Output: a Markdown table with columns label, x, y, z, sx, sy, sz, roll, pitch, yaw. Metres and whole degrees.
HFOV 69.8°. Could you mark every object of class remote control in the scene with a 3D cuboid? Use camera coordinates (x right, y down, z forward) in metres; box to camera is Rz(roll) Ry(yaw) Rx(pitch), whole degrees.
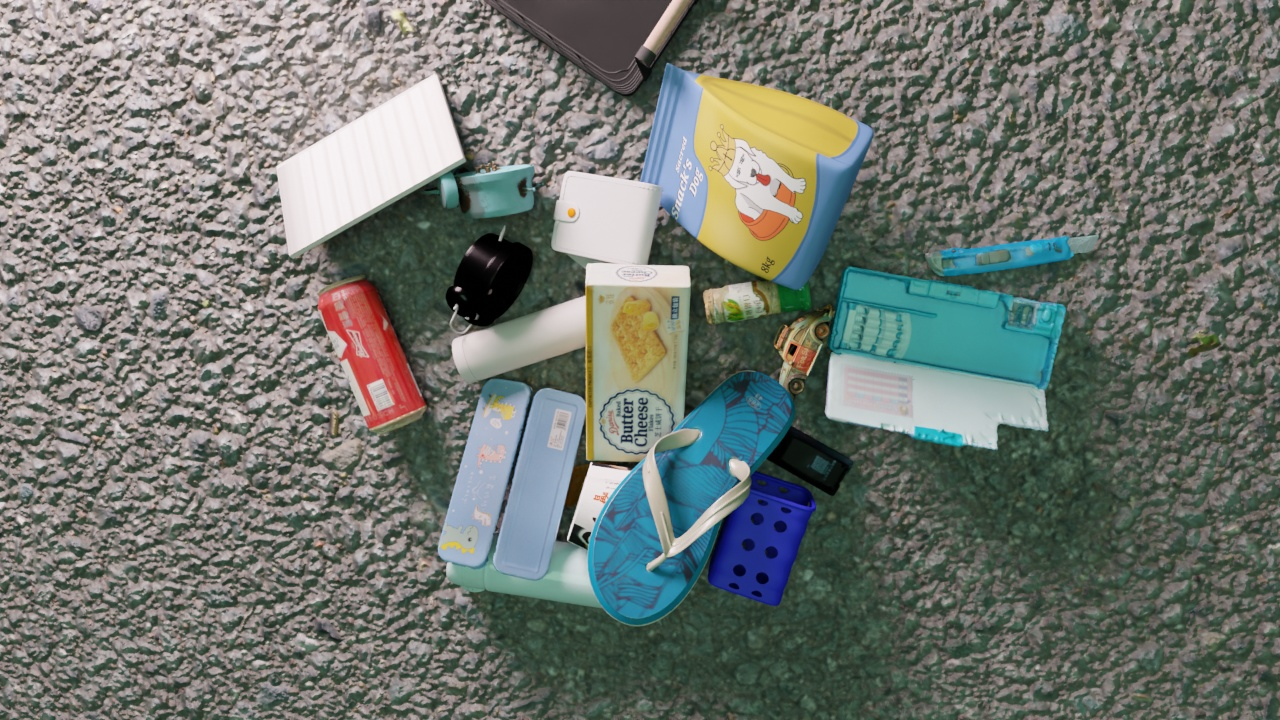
| label | x | y | z | sx | sy | sz | roll | pitch | yaw |
| --- | --- | --- | --- | --- | --- | --- | --- | --- | --- |
| remote control | 0.156 | 0.093 | 0.998 | 0.150 | 0.022 | 0.047 | 29 | 98 | 2 |

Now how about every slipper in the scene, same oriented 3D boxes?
| label | x | y | z | sx | sy | sz | roll | pitch | yaw |
| --- | --- | --- | --- | --- | --- | --- | --- | --- | --- |
| slipper | 0.049 | 0.118 | 0.898 | 0.118 | 0.060 | 0.294 | 33 | 69 | 18 |

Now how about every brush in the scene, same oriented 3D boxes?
| label | x | y | z | sx | sy | sz | roll | pitch | yaw |
| --- | --- | --- | --- | --- | --- | --- | --- | --- | --- |
| brush | -0.086 | 0.144 | 1.030 | 0.126 | 0.017 | 0.048 | -12 | 95 | 7 |

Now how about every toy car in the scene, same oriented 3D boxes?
| label | x | y | z | sx | sy | sz | roll | pitch | yaw |
| --- | --- | --- | --- | --- | --- | --- | --- | --- | --- |
| toy car | 0.165 | -0.013 | 0.972 | 0.047 | 0.047 | 0.112 | 23 | 98 | 0 |

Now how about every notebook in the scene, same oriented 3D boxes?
| label | x | y | z | sx | sy | sz | roll | pitch | yaw |
| --- | --- | --- | --- | --- | --- | --- | --- | --- | --- |
| notebook | -0.291 | -0.209 | 0.972 | 0.210 | 0.009 | 0.142 | -27 | 56 | 8 |

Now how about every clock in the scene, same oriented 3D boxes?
| label | x | y | z | sx | sy | sz | roll | pitch | yaw |
| --- | --- | --- | --- | --- | --- | --- | --- | --- | --- |
| clock | -0.168 | -0.180 | 0.966 | 0.124 | 0.090 | 0.053 | -6 | 106 | 6 |
| clock | -0.164 | -0.080 | 0.974 | 0.042 | 0.091 | 0.120 | 31 | 86 | 12 |

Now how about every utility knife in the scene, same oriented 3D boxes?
| label | x | y | z | sx | sy | sz | roll | pitch | yaw |
| --- | --- | --- | --- | --- | --- | --- | --- | --- | --- |
| utility knife | 0.387 | -0.111 | 0.956 | 0.175 | 0.015 | 0.031 | -9 | 100 | 5 |

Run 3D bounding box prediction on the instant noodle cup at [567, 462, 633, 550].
| label | x | y | z | sx | sy | sz | roll | pitch | yaw |
| --- | --- | --- | --- | --- | --- | --- | --- | --- | --- |
| instant noodle cup | -0.007 | 0.166 | 0.966 | 0.122 | 0.123 | 0.124 | 17 | 98 | -2 |

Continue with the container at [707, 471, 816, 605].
| label | x | y | z | sx | sy | sz | roll | pitch | yaw |
| --- | --- | --- | --- | --- | --- | --- | --- | --- | --- |
| container | 0.127 | 0.188 | 0.981 | 0.084 | 0.085 | 0.114 | 18 | 99 | 4 |

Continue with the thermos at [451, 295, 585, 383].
| label | x | y | z | sx | sy | sz | roll | pitch | yaw |
| --- | --- | --- | --- | --- | --- | --- | --- | --- | --- |
| thermos | -0.091 | -0.032 | 0.992 | 0.224 | 0.052 | 0.052 | -18 | 95 | 7 |

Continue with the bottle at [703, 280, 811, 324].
| label | x | y | z | sx | sy | sz | roll | pitch | yaw |
| --- | --- | --- | --- | --- | --- | --- | --- | --- | --- |
| bottle | 0.123 | -0.066 | 0.972 | 0.111 | 0.043 | 0.043 | -9 | 96 | 7 |

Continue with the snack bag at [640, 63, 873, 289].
| label | x | y | z | sx | sy | sz | roll | pitch | yaw |
| --- | --- | --- | --- | --- | --- | --- | --- | --- | --- |
| snack bag | 0.101 | -0.186 | 0.904 | 0.205 | 0.102 | 0.159 | 26 | 137 | 11 |

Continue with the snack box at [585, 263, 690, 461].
| label | x | y | z | sx | sy | sz | roll | pitch | yaw |
| --- | --- | --- | --- | --- | --- | --- | --- | --- | --- |
| snack box | -0.006 | 0.006 | 0.949 | 0.104 | 0.057 | 0.208 | 2 | 117 | 0 |

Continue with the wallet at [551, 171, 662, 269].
| label | x | y | z | sx | sy | sz | roll | pitch | yaw |
| --- | --- | --- | --- | --- | --- | --- | --- | --- | --- |
| wallet | -0.040 | -0.134 | 0.964 | 0.118 | 0.037 | 0.115 | 15 | 98 | 29 |

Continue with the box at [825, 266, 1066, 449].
| label | x | y | z | sx | sy | sz | roll | pitch | yaw |
| --- | --- | --- | --- | --- | --- | --- | --- | --- | --- |
| box | 0.309 | 0.003 | 0.949 | 0.227 | 0.072 | 0.181 | 11 | 76 | 4 |

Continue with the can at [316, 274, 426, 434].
| label | x | y | z | sx | sy | sz | roll | pitch | yaw |
| --- | --- | --- | --- | --- | --- | --- | --- | --- | --- |
| can | -0.296 | -0.006 | 1.008 | 0.067 | 0.067 | 0.170 | -21 | 94 | 7 |

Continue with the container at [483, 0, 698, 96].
| label | x | y | z | sx | sy | sz | roll | pitch | yaw |
| --- | --- | --- | --- | --- | --- | --- | --- | --- | --- |
| container | -0.056 | -0.393 | 0.907 | 0.241 | 0.130 | 0.163 | 35 | 98 | 1 |

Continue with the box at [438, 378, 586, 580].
| label | x | y | z | sx | sy | sz | roll | pitch | yaw |
| --- | --- | --- | --- | --- | --- | --- | --- | --- | --- |
| box | -0.138 | 0.126 | 0.992 | 0.127 | 0.034 | 0.209 | 12 | 76 | 4 |

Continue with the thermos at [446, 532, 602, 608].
| label | x | y | z | sx | sy | sz | roll | pitch | yaw |
| --- | --- | --- | --- | --- | --- | --- | --- | --- | --- |
| thermos | -0.111 | 0.231 | 1.019 | 0.207 | 0.065 | 0.078 | 7 | 114 | 5 |
